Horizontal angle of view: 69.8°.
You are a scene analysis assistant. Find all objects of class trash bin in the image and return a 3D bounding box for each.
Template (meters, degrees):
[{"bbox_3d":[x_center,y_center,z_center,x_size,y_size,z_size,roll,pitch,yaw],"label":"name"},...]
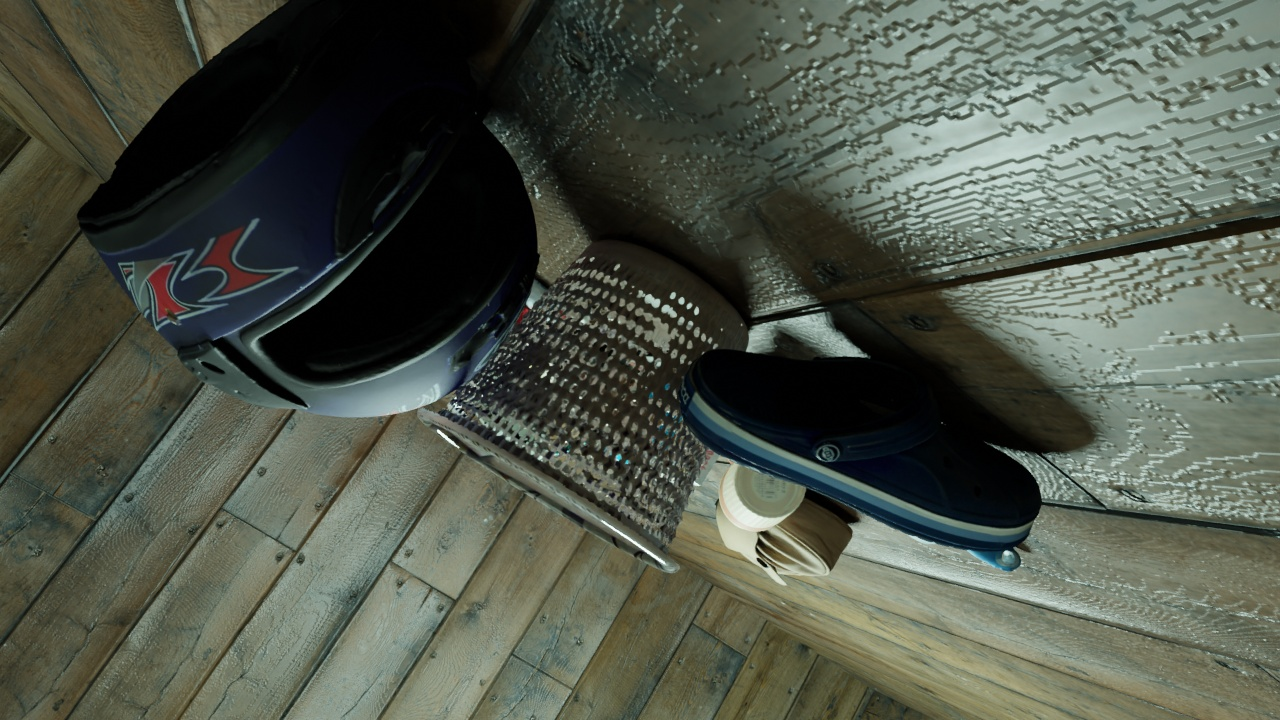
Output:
[{"bbox_3d":[-0.024,0.025,0.707,0.227,0.192,0.228,30,166,8],"label":"trash bin"}]

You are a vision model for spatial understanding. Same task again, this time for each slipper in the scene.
[{"bbox_3d":[0.152,0.041,0.612,0.253,0.104,0.095,19,126,-4],"label":"slipper"}]

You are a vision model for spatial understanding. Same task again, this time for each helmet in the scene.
[{"bbox_3d":[-0.183,-0.080,0.588,0.316,0.246,0.240,6,150,48],"label":"helmet"}]

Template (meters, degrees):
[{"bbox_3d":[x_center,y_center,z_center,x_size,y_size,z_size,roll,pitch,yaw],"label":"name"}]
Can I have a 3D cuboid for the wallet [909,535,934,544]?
[{"bbox_3d":[0.251,0.138,0.883,0.121,0.019,0.097,33,165,3],"label":"wallet"}]

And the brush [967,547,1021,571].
[{"bbox_3d":[0.213,0.102,0.774,0.314,0.060,0.109,30,172,-3],"label":"brush"}]

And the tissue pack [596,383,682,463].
[{"bbox_3d":[0.008,0.074,1.037,0.063,0.090,0.140,34,166,-10],"label":"tissue pack"}]

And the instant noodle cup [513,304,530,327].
[{"bbox_3d":[-0.190,-0.037,0.955,0.116,0.124,0.116,40,-179,-2],"label":"instant noodle cup"}]

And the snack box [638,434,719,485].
[{"bbox_3d":[0.052,0.097,1.029,0.027,0.084,0.157,36,166,-11],"label":"snack box"}]

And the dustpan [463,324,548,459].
[{"bbox_3d":[-0.202,0.015,1.191,0.257,0.142,0.223,40,165,-34],"label":"dustpan"}]

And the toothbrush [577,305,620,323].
[{"bbox_3d":[-0.006,-0.031,0.854,0.180,0.016,0.016,17,163,46],"label":"toothbrush"}]

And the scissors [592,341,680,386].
[{"bbox_3d":[-0.020,-0.005,0.964,0.139,0.021,0.235,32,167,1],"label":"scissors"}]

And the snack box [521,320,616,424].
[{"bbox_3d":[-0.084,0.015,1.034,0.113,0.053,0.126,41,164,0],"label":"snack box"}]

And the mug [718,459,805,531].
[{"bbox_3d":[0.126,0.129,1.018,0.114,0.081,0.106,60,170,12],"label":"mug"}]

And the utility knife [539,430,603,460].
[{"bbox_3d":[-0.072,0.099,1.150,0.013,0.219,0.029,64,-169,-3],"label":"utility knife"}]

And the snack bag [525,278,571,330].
[{"bbox_3d":[-0.108,-0.067,0.931,0.105,0.026,0.045,40,171,-21],"label":"snack bag"}]

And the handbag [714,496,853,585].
[{"bbox_3d":[0.171,0.216,1.155,0.148,0.099,0.205,35,163,1],"label":"handbag"}]
